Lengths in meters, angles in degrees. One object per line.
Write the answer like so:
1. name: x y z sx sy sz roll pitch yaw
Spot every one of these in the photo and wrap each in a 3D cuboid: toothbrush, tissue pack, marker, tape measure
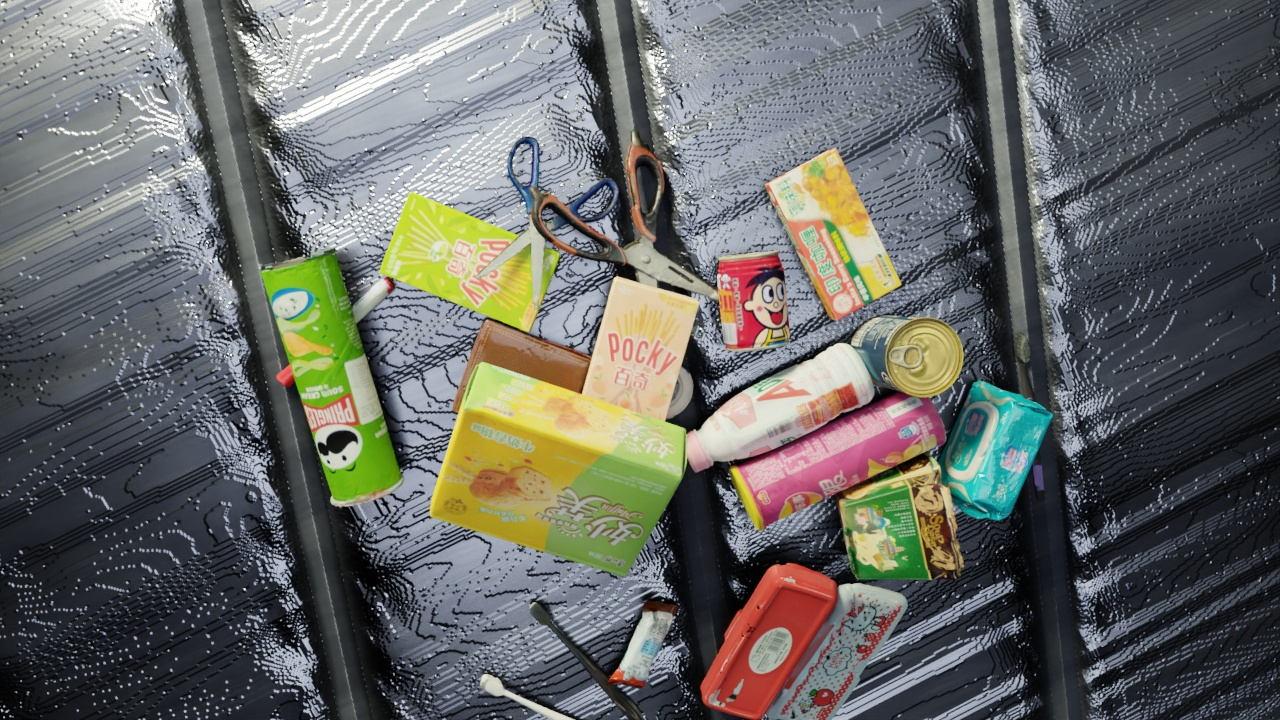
1. toothbrush: -0.089 0.375 0.968 0.180 0.016 0.016 30 95 -11
2. toothbrush: 0.419 0.062 0.982 0.014 0.017 0.189 -12 99 -5
3. tissue pack: 0.355 0.093 0.939 0.050 0.093 0.133 21 94 -12
4. toothbrush: -0.056 0.319 0.964 0.015 0.018 0.181 -43 101 -14
5. marker: -0.297 -0.028 0.897 0.145 0.017 0.017 -43 99 0
6. tape measure: 0.019 0.026 0.927 0.066 0.033 0.066 23 96 -6

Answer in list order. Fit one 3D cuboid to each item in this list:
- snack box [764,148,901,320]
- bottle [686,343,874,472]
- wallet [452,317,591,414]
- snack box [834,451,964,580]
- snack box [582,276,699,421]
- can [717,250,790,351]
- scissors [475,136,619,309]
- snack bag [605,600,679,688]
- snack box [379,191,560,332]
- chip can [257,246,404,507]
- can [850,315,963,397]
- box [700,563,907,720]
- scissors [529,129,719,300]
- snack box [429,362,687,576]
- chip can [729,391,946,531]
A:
1. snack box: 0.195 -0.127 0.930 0.077 0.027 0.156 -29 99 -1
2. bottle: 0.134 0.052 0.926 0.197 0.068 0.068 -26 98 0
3. wallet: -0.116 0.025 0.916 0.124 0.032 0.101 20 97 -7
4. snack box: 0.258 0.164 0.937 0.106 0.117 0.118 -11 95 8
5. snack box: -0.005 0.005 0.889 0.084 0.026 0.157 15 101 -4
6. can: 0.112 -0.059 0.909 0.066 0.066 0.094 -7 97 -5
7. scissors: -0.094 -0.139 0.890 0.162 0.012 0.174 -19 87 -15
8. snack bag: 0.003 0.299 0.960 0.048 0.026 0.104 19 94 -31
9. snack box: -0.165 -0.096 0.897 0.156 0.026 0.086 22 94 -8
10. chip can: -0.287 0.016 0.862 0.072 0.072 0.236 -13 104 -4
11. can: 0.260 -0.007 0.909 0.075 0.111 0.075 0 95 -6
12. box: 0.165 0.299 0.939 0.158 0.039 0.201 19 118 -7
13. scissors: -0.010 -0.115 0.900 0.188 0.015 0.225 -10 93 -22
14. snack box: -0.080 0.107 0.873 0.210 0.069 0.158 19 127 -8
15. chip can: 0.200 0.098 0.935 0.210 0.071 0.071 -24 98 -3
